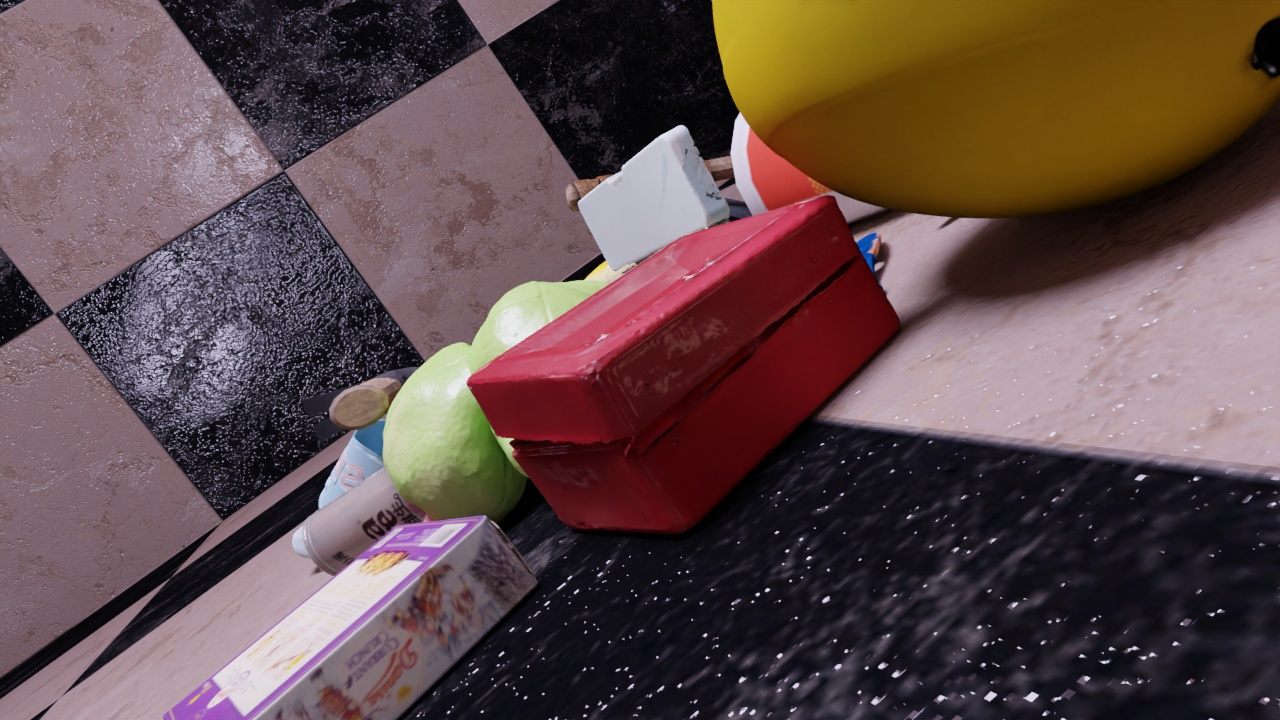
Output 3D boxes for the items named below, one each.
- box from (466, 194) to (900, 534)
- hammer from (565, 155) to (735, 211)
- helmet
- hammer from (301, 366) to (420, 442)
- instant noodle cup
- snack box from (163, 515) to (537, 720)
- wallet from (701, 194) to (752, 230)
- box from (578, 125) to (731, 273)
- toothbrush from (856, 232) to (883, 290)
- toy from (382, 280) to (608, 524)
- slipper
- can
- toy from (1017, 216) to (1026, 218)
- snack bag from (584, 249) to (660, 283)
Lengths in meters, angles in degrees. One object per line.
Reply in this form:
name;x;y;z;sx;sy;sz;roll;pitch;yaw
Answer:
box;0.021;0.002;0.418;0.157;0.092;0.130;-35;11;-27
hammer;0.090;-0.177;0.831;0.319;0.049;0.121;-11;15;0
helmet;0.134;-0.123;0.370;0.208;0.240;0.140;1;-65;-65
hammer;-0.210;0.030;0.718;0.132;0.040;0.305;-23;5;-10
instant noodle cup;0.151;-0.155;0.656;0.123;0.123;0.121;-39;18;-24
snack box;-0.137;0.133;0.419;0.147;0.040;0.144;-40;11;-30
wallet;0.075;-0.137;0.862;0.115;0.026;0.089;17;23;27
box;0.022;-0.085;0.664;0.040;0.134;0.197;-36;9;-17
toothbrush;0.129;-0.058;0.527;0.022;0.017;0.134;-28;11;21
toy;-0.087;0.026;0.551;0.197;0.107;0.150;-32;41;14
slipper;-0.211;0.077;0.805;0.245;0.074;0.104;-41;7;5
can;-0.178;0.103;0.669;0.136;0.054;0.054;-33;10;14
toy;0.200;-0.106;0.483;0.085;0.033;0.105;-45;12;-2
snack bag;0.007;-0.086;0.930;0.160;0.068;0.246;-32;9;21
